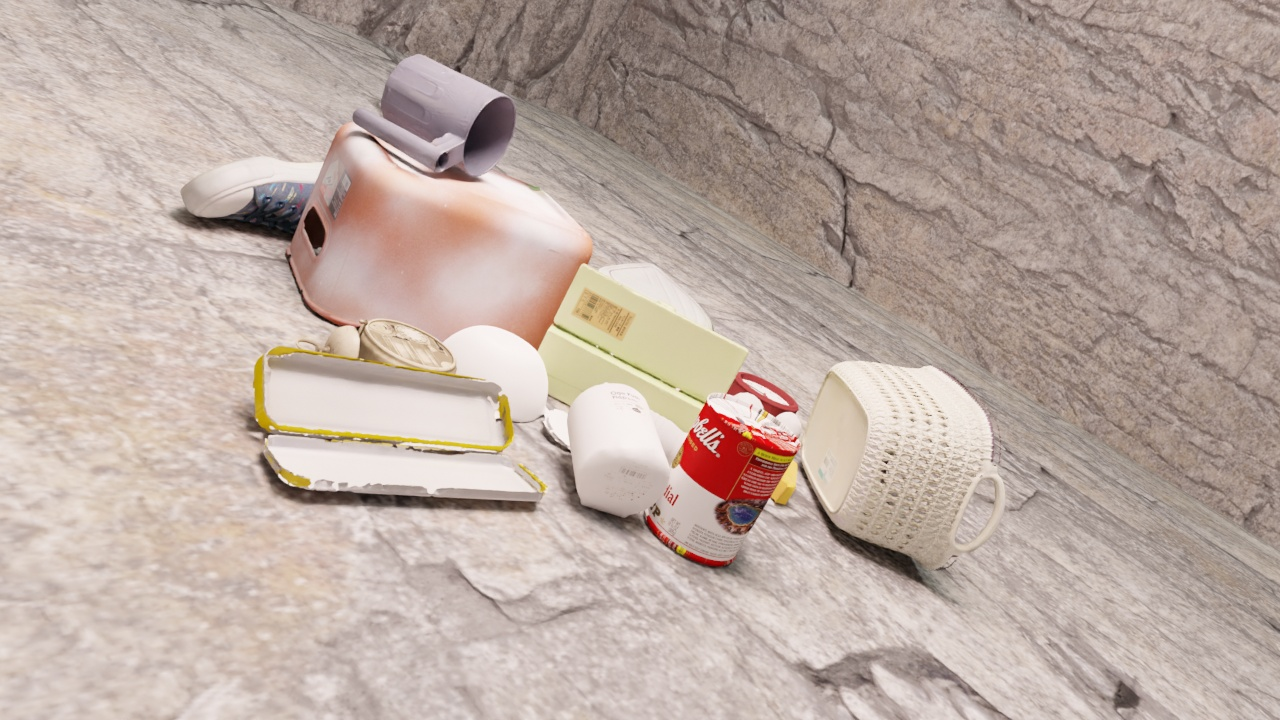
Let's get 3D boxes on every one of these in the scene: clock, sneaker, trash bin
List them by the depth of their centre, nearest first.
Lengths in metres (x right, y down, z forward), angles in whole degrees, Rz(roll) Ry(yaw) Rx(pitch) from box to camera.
[{"bbox_3d":[-0.210,-0.002,0.745,0.140,0.055,0.093,15,21,-42],"label":"clock"},{"bbox_3d":[-0.196,-0.117,0.932,0.259,0.157,0.181,16,20,-36],"label":"trash bin"},{"bbox_3d":[-0.373,-0.161,0.965,0.079,0.088,0.235,64,24,-1],"label":"sneaker"},{"bbox_3d":[0.147,0.060,1.123,0.096,0.048,0.137,24,16,-11],"label":"clock"}]

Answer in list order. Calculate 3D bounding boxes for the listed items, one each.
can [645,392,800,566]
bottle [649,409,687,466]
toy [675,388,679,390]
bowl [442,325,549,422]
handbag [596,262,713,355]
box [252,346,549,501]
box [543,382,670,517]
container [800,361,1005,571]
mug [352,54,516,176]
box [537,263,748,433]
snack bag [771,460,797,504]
[{"bbox_3d":[0.067,0.099,0.763,0.086,0.116,0.086,25,17,-8],"label":"can"},{"bbox_3d":[0.016,0.076,0.878,0.136,0.044,0.044,29,17,5],"label":"bottle"},{"bbox_3d":[-0.001,0.036,0.969,0.105,0.053,0.108,11,21,-16],"label":"toy"},{"bbox_3d":[-0.133,0.004,0.850,0.114,0.051,0.114,25,17,-8],"label":"bowl"},{"bbox_3d":[0.004,-0.041,1.134,0.142,0.096,0.198,45,19,10],"label":"handbag"},{"bbox_3d":[-0.169,0.054,0.665,0.209,0.046,0.128,12,36,-44],"label":"box"},{"bbox_3d":[-0.032,0.064,0.791,0.084,0.095,0.165,18,28,-21],"label":"box"},{"bbox_3d":[0.271,0.101,0.990,0.143,0.185,0.251,13,17,-7],"label":"container"},{"bbox_3d":[-0.197,-0.230,0.879,0.104,0.084,0.123,31,44,14],"label":"mug"},{"bbox_3d":[-0.005,0.004,0.901,0.187,0.139,0.030,29,17,-1],"label":"box"},{"bbox_3d":[0.154,0.127,0.975,0.020,0.026,0.099,28,15,4],"label":"snack bag"}]
